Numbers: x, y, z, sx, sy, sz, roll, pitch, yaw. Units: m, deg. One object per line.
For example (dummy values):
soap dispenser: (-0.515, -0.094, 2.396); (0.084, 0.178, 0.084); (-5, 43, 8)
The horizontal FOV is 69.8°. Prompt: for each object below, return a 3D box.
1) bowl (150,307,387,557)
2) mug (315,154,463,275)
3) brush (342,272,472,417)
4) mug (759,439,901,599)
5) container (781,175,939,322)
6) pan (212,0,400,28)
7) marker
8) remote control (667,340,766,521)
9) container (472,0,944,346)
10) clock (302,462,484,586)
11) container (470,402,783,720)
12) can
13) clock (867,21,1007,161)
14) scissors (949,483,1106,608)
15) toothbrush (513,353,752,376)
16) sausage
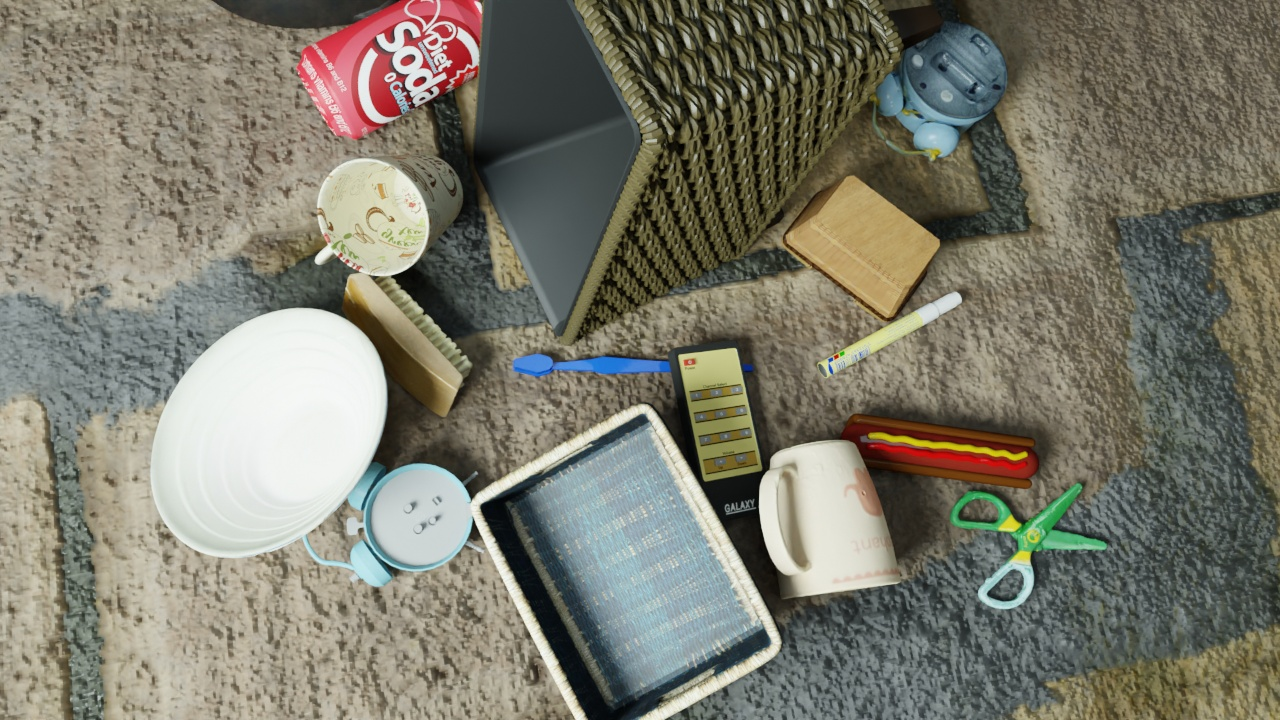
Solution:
bowl: (-0.242, 0.054, 0.632); (0.177, 0.058, 0.176); (-7, 64, 14)
mug: (-0.190, -0.103, 0.674); (0.122, 0.097, 0.081); (-32, 102, 21)
brush: (-0.171, -0.014, 0.677); (0.117, 0.049, 0.039); (47, 54, 7)
mug: (0.123, 0.112, 0.650); (0.111, 0.085, 0.104); (10, 66, -45)
container: (0.177, -0.092, 0.724); (0.114, 0.061, 0.063); (38, 76, 4)
pan: (-0.229, -0.422, 0.770); (0.355, 0.043, 0.248); (-34, 82, -12)
marker: (0.201, -0.022, 0.735); (0.132, 0.014, 0.014); (-27, 81, -11)
remote control: (0.060, 0.053, 0.690); (0.058, 0.013, 0.133); (-8, 81, -25)
container: (0.023, -0.167, 0.602); (0.204, 0.322, 0.176); (-23, 80, -18)
clock: (-0.176, 0.113, 0.648); (0.123, 0.042, 0.087); (-5, 77, -9)
container: (-0.009, 0.142, 0.630); (0.145, 0.071, 0.187); (-29, 81, 2)
can: (-0.188, -0.233, 0.713); (0.142, 0.074, 0.074); (-32, 82, -12)
clock: (0.246, -0.223, 0.769); (0.089, 0.052, 0.124); (44, 77, 4)
scissors: (0.300, 0.144, 0.707); (0.128, 0.012, 0.119); (9, 77, -2)
toothbrush: (-0.004, 0.004, 0.708); (0.186, 0.011, 0.016); (1, 76, -6)
sausage: (0.229, 0.070, 0.703); (0.155, 0.040, 0.040); (8, 76, -4)
